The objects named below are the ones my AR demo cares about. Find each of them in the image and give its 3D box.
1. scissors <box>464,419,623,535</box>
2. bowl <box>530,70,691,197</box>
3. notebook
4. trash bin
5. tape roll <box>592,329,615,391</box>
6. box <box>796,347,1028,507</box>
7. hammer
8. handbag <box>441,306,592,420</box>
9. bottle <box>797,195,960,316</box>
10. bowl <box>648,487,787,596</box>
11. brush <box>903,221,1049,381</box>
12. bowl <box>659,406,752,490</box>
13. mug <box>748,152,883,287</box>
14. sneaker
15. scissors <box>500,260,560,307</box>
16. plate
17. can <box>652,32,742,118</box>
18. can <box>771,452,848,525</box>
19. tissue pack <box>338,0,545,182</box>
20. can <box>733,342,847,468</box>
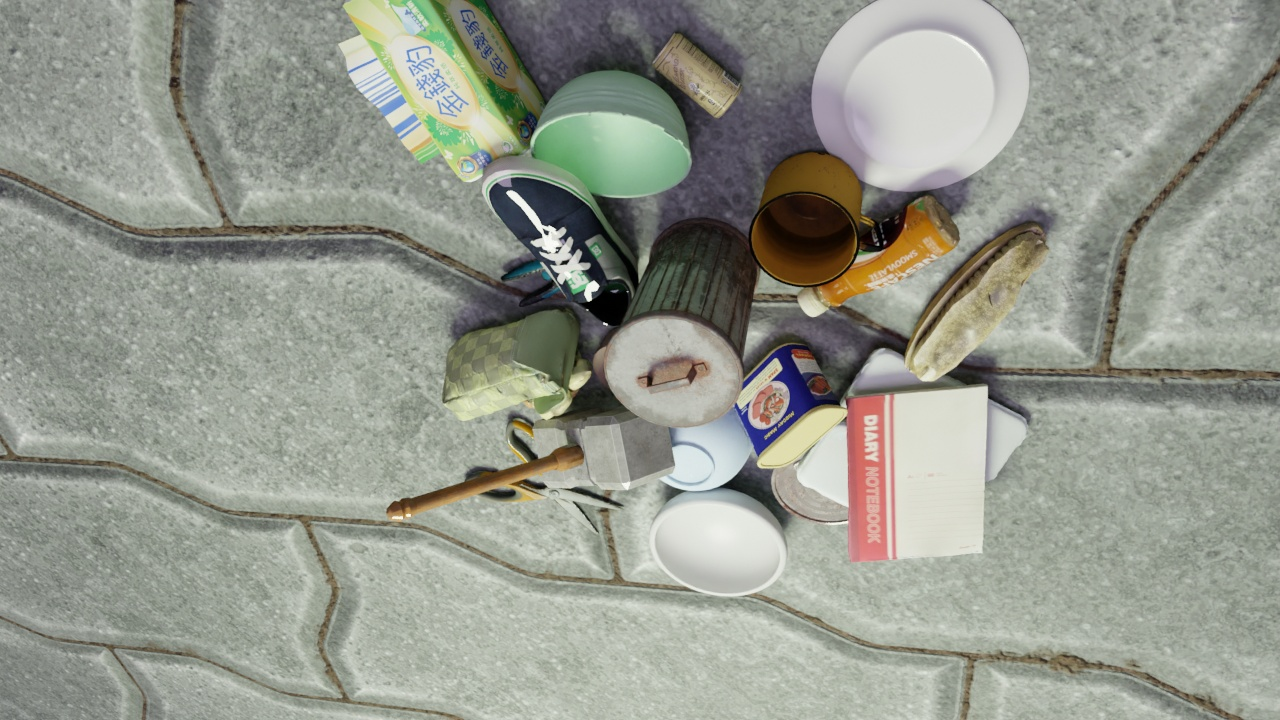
[{"bbox_3d":[-0.140,0.172,1.244,0.217,0.016,0.225,-21,120,27],"label":"scissors"},{"bbox_3d":[-0.025,-0.221,0.863,0.151,0.077,0.151,4,162,1],"label":"bowl"},{"bbox_3d":[0.304,0.129,1.014,0.153,0.012,0.209,-5,111,3],"label":"notebook"},{"bbox_3d":[0.047,-0.038,0.910,0.131,0.210,0.131,7,128,10],"label":"trash bin"},{"bbox_3d":[-0.006,0.006,1.060,0.094,0.030,0.094,16,140,14],"label":"tape roll"},{"bbox_3d":[0.303,0.101,1.025,0.209,0.037,0.189,28,112,-10],"label":"box"},{"bbox_3d":[-0.131,0.122,0.998,0.163,0.316,0.083,-7,95,49],"label":"hammer"},{"bbox_3d":[-0.141,0.017,1.077,0.187,0.113,0.117,-15,134,28],"label":"handbag"},{"bbox_3d":[0.231,-0.097,0.913,0.168,0.059,0.059,-34,112,33],"label":"bottle"},{"bbox_3d":[0.103,0.222,1.183,0.177,0.066,0.177,7,128,10],"label":"bowl"},{"bbox_3d":[0.334,-0.055,0.921,0.059,0.043,0.196,29,121,-10],"label":"brush"},{"bbox_3d":[0.061,0.103,1.100,0.151,0.074,0.151,8,128,10],"label":"bowl"},{"bbox_3d":[0.172,-0.134,0.877,0.124,0.093,0.101,15,130,6],"label":"mug"},{"bbox_3d":[-0.071,-0.111,0.912,0.084,0.079,0.235,-21,143,22],"label":"sneaker"},{"bbox_3d":[-0.094,-0.102,1.023,0.144,0.019,0.127,15,128,1],"label":"scissors"},{"bbox_3d":[0.251,-0.236,0.830,0.189,0.016,0.189,7,128,10],"label":"plate"},{"bbox_3d":[0.052,-0.264,0.849,0.079,0.038,0.038,36,127,-13],"label":"can"},{"bbox_3d":[0.224,0.136,1.099,0.130,0.044,0.130,7,128,10],"label":"can"},{"bbox_3d":[-0.200,-0.267,0.872,0.142,0.120,0.198,-20,113,25],"label":"tissue pack"},{"bbox_3d":[0.159,0.049,1.014,0.056,0.092,0.117,5,140,-39],"label":"can"}]
